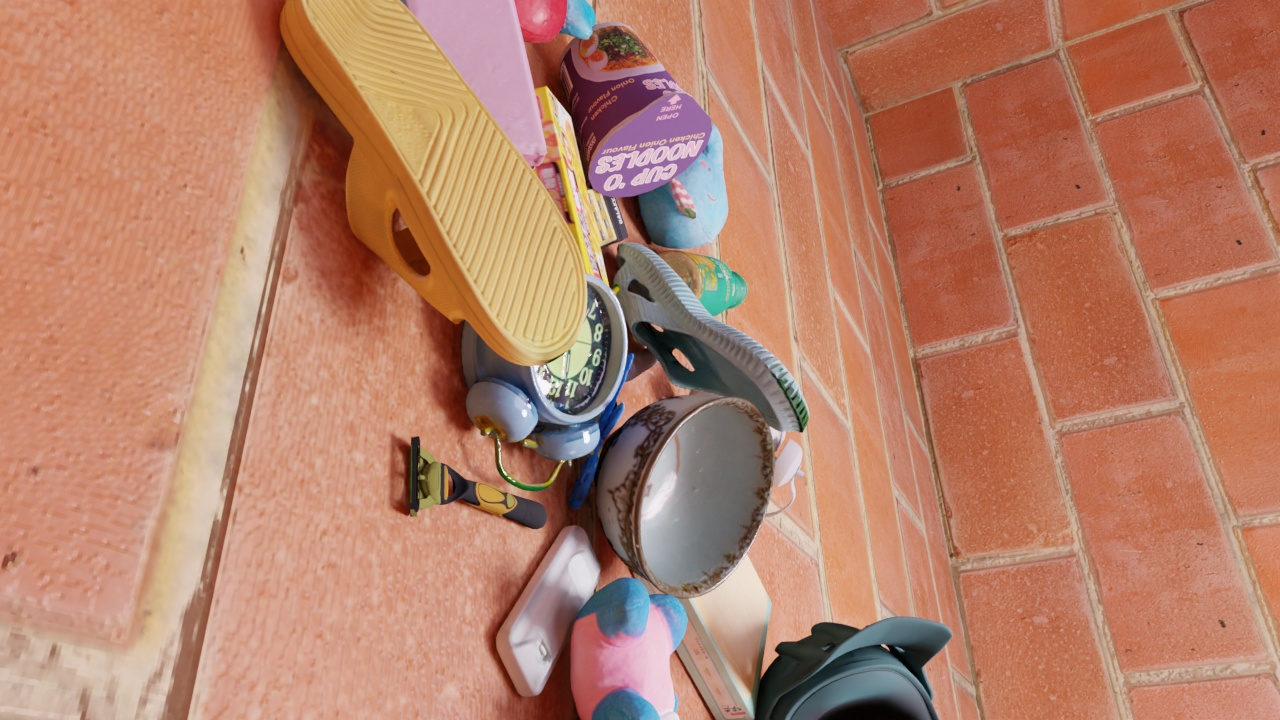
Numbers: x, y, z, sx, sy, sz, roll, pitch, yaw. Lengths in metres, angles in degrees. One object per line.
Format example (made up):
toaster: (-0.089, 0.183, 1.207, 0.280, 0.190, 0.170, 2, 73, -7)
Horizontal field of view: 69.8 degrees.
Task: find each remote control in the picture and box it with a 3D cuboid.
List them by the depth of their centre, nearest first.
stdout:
remote control: (-0.056, 0.164, 0.618, 0.050, 0.022, 0.133, 68, 23, -17)
remote control: (-0.046, -0.128, 0.835, 0.058, 0.013, 0.133, 71, 23, -10)

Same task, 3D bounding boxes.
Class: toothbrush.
toothbrush: (-0.005, 0.005, 0.808, 0.187, 0.019, 0.018, -30, 102, -75)

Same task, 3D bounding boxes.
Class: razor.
razor: (-0.098, 0.086, 0.576, 0.144, 0.021, 0.044, 38, 42, -59)

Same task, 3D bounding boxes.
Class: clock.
clock: (-0.065, 0.007, 0.621, 0.118, 0.060, 0.162, 23, 75, -51)
clock: (0.096, 0.084, 0.910, 0.159, 0.120, 0.060, 60, 34, -9)

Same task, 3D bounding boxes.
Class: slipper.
slipper: (-0.126, -0.106, 0.546, 0.099, 0.079, 0.263, -32, 88, -46)
slipper: (0.043, -0.013, 0.800, 0.276, 0.069, 0.116, 44, -8, 47)

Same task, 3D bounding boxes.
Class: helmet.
helmet: (0.194, 0.333, 0.827, 0.275, 0.176, 0.200, 108, -28, -61)

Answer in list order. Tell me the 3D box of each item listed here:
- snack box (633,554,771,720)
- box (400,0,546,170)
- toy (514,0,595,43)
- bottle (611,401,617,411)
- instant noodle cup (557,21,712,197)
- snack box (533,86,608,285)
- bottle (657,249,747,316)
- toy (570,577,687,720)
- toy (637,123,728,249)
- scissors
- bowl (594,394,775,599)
snack box: (0.064, 0.210, 0.841, 0.194, 0.044, 0.141, 64, 26, -25)
box: (-0.143, -0.238, 0.663, 0.106, 0.116, 0.232, -13, 87, -27)
toy: (-0.088, -0.309, 0.777, 0.132, 0.062, 0.092, -14, 80, -58)
bottle: (-0.052, 0.004, 0.716, 0.123, 0.033, 0.033, 52, 31, -44)
instant noodle cup: (-0.014, -0.241, 0.839, 0.121, 0.137, 0.121, -16, 68, -25)
snack box: (-0.059, -0.127, 0.713, 0.075, 0.025, 0.152, 16, 61, -79)
bottle: (0.069, -0.080, 1.003, 0.209, 0.068, 0.068, -5, 81, -67)
toy: (-0.004, 0.236, 0.580, 0.224, 0.099, 0.191, 69, 17, -64)
toy: (0.037, -0.205, 0.974, 0.180, 0.115, 0.183, 65, 12, 5)
scissors: (-0.027, 0.050, 0.688, 0.123, 0.016, 0.125, -104, -144, -73)
bowl: (0.021, 0.095, 0.719, 0.159, 0.094, 0.160, -16, 113, -43)
